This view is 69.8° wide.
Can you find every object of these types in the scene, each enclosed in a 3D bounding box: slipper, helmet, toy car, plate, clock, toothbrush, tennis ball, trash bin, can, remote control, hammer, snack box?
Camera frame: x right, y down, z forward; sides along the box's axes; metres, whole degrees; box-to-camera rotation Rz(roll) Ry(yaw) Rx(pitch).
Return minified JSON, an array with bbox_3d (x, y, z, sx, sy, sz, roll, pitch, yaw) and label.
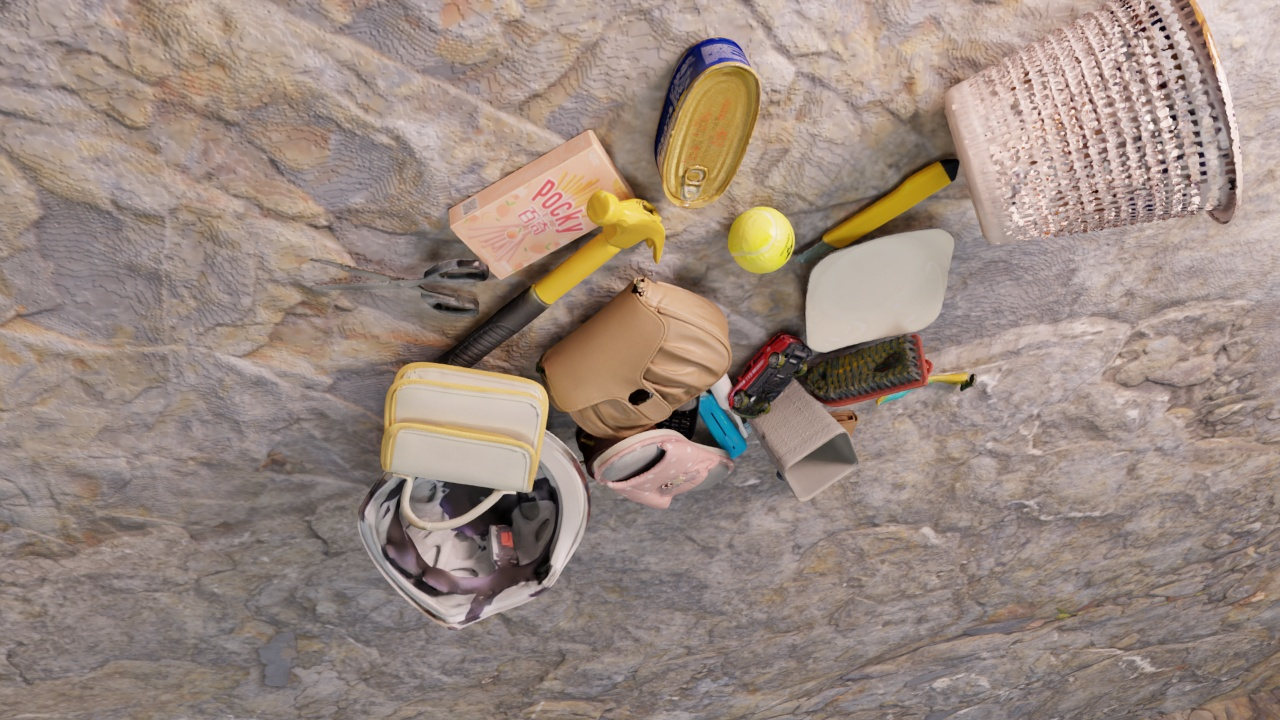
[{"bbox_3d":[0.039,0.137,1.106,0.114,0.054,0.274,-35,154,18],"label":"slipper"},{"bbox_3d":[-0.183,0.166,1.066,0.259,0.146,0.229,-39,101,3],"label":"helmet"},{"bbox_3d":[0.150,0.018,1.085,0.053,0.045,0.121,19,120,-37],"label":"toy car"},{"bbox_3d":[0.258,-0.084,1.015,0.164,0.034,0.164,-12,140,-2],"label":"plate"},{"bbox_3d":[-0.023,0.107,1.133,0.121,0.055,0.082,1,137,-20],"label":"clock"},{"bbox_3d":[0.099,0.034,1.107,0.026,0.027,0.221,-40,138,-7],"label":"toothbrush"},{"bbox_3d":[0.120,-0.119,0.911,0.065,0.065,0.066,-8,139,-7],"label":"tennis ball"},{"bbox_3d":[0.382,-0.199,0.805,0.192,0.227,0.227,-17,141,22],"label":"trash bin"},{"bbox_3d":[0.056,-0.206,0.807,0.074,0.049,0.148,1,137,-16],"label":"can"},{"bbox_3d":[0.046,0.051,1.107,0.053,0.024,0.137,11,139,8],"label":"remote control"},{"bbox_3d":[-0.097,-0.065,0.915,0.302,0.032,0.128,-34,157,28],"label":"hammer"},{"bbox_3d":[-0.091,-0.142,0.855,0.157,0.026,0.084,-26,138,14],"label":"snack box"}]

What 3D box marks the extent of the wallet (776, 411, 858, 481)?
[{"bbox_3d":[0.237,0.116,1.238,0.090,0.033,0.115,-4,137,-15],"label":"wallet"}]

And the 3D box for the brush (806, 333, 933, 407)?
[{"bbox_3d":[0.271,0.019,1.098,0.146,0.063,0.069,-19,153,34],"label":"brush"}]

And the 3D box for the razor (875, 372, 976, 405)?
[{"bbox_3d":[0.365,0.036,1.185,0.132,0.028,0.043,-12,170,-7],"label":"razor"}]

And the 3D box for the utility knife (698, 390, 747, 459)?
[{"bbox_3d":[0.097,0.077,1.163,0.034,0.018,0.162,-23,137,12],"label":"utility knife"}]

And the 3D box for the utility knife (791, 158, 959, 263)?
[{"bbox_3d":[0.241,-0.152,0.948,0.193,0.015,0.033,-31,133,19],"label":"utility knife"}]

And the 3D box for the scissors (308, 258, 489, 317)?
[{"bbox_3d":[-0.225,-0.075,0.888,0.179,0.014,0.159,-12,152,22],"label":"scissors"}]

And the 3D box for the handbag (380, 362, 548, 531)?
[{"bbox_3d":[-0.186,0.101,0.953,0.163,0.063,0.179,9,104,-6],"label":"handbag"}]

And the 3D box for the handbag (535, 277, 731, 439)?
[{"bbox_3d":[-0.006,0.006,0.982,0.147,0.099,0.205,34,125,-29],"label":"handbag"}]

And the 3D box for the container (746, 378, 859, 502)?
[{"bbox_3d":[0.193,0.093,1.125,0.090,0.114,0.090,-33,138,-1],"label":"container"}]
